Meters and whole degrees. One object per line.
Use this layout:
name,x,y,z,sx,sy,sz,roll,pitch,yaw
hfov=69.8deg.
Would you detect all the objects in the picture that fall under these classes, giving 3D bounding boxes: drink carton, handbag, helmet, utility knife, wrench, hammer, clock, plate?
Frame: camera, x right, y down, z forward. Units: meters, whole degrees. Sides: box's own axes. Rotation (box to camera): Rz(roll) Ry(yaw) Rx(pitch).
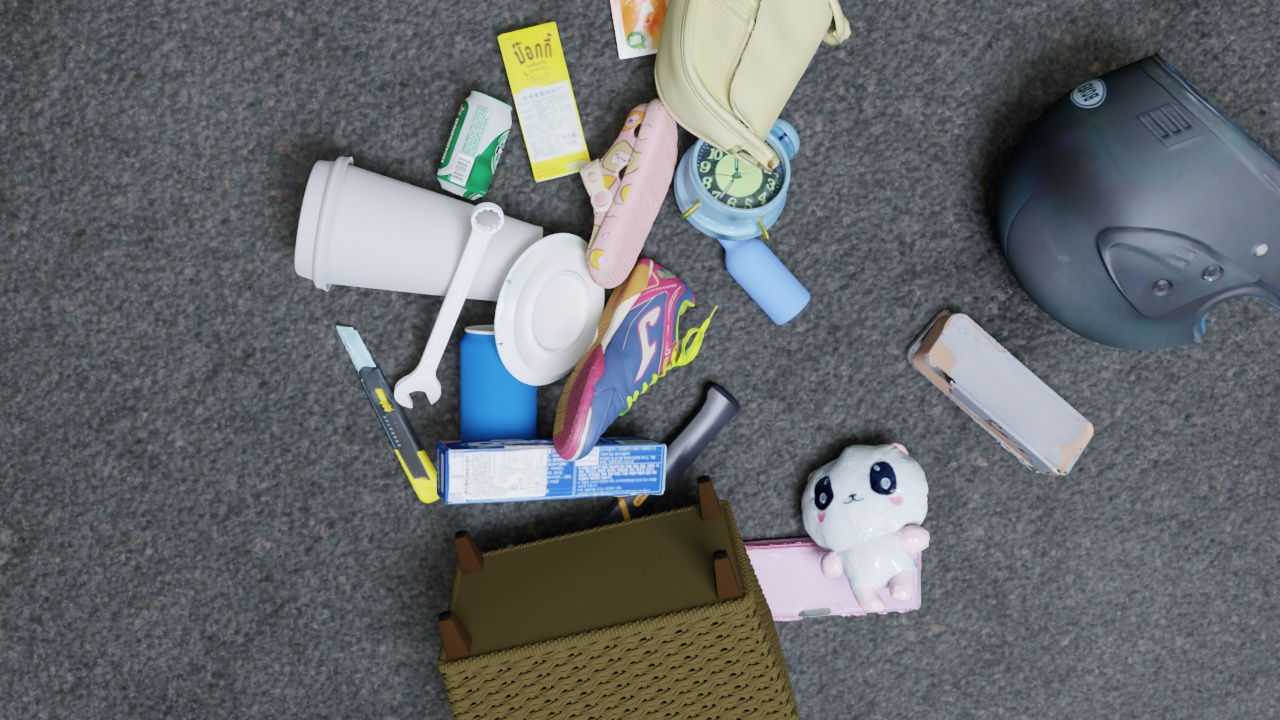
drink carton,0.002,-0.371,0.928,0.069,0.039,0.122,-10,105,-2
handbag,0.104,-0.318,0.881,0.191,0.089,0.232,33,74,-14
helmet,0.499,-0.125,0.896,0.316,0.248,0.237,33,123,-10
utility knife,-0.268,0.056,0.978,0.029,0.020,0.213,-26,98,-2
wrench,-0.189,-0.045,0.900,0.047,0.009,0.274,12,132,-24
hammer,-0.011,0.149,1.003,0.139,0.035,0.312,39,94,-10
clock,0.099,-0.200,0.934,0.118,0.060,0.162,11,74,-5
plate,-0.084,-0.049,0.921,0.014,0.156,0.157,19,99,35

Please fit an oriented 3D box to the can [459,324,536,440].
can,-0.147,0.039,0.953,0.079,0.079,0.146,1,98,-4

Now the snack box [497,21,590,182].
snack box,-0.097,-0.262,0.938,0.061,0.025,0.149,-14,100,-2

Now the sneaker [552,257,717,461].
sneaker,-0.006,0.005,0.907,0.091,0.117,0.241,33,58,-15

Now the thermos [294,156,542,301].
thermos,-0.215,-0.117,0.909,0.221,0.131,0.131,11,97,-13

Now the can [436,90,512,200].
can,-0.167,-0.215,0.926,0.053,0.053,0.101,21,97,-7

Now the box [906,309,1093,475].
box,0.395,0.038,1.005,0.216,0.063,0.081,39,83,-9

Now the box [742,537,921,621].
box,0.199,0.243,1.029,0.233,0.037,0.098,-2,99,-3

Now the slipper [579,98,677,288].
slipper,-0.023,-0.171,0.926,0.081,0.093,0.197,18,85,17

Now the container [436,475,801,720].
container,-0.032,0.258,0.895,0.321,0.176,0.205,-13,116,3

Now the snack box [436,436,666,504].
snack box,-0.087,0.107,0.913,0.226,0.059,0.059,1,95,-24

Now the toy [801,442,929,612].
toy,0.241,0.175,0.966,0.139,0.179,0.101,-21,137,22

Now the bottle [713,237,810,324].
bottle,0.119,-0.099,0.966,0.048,0.048,0.131,-43,99,3
